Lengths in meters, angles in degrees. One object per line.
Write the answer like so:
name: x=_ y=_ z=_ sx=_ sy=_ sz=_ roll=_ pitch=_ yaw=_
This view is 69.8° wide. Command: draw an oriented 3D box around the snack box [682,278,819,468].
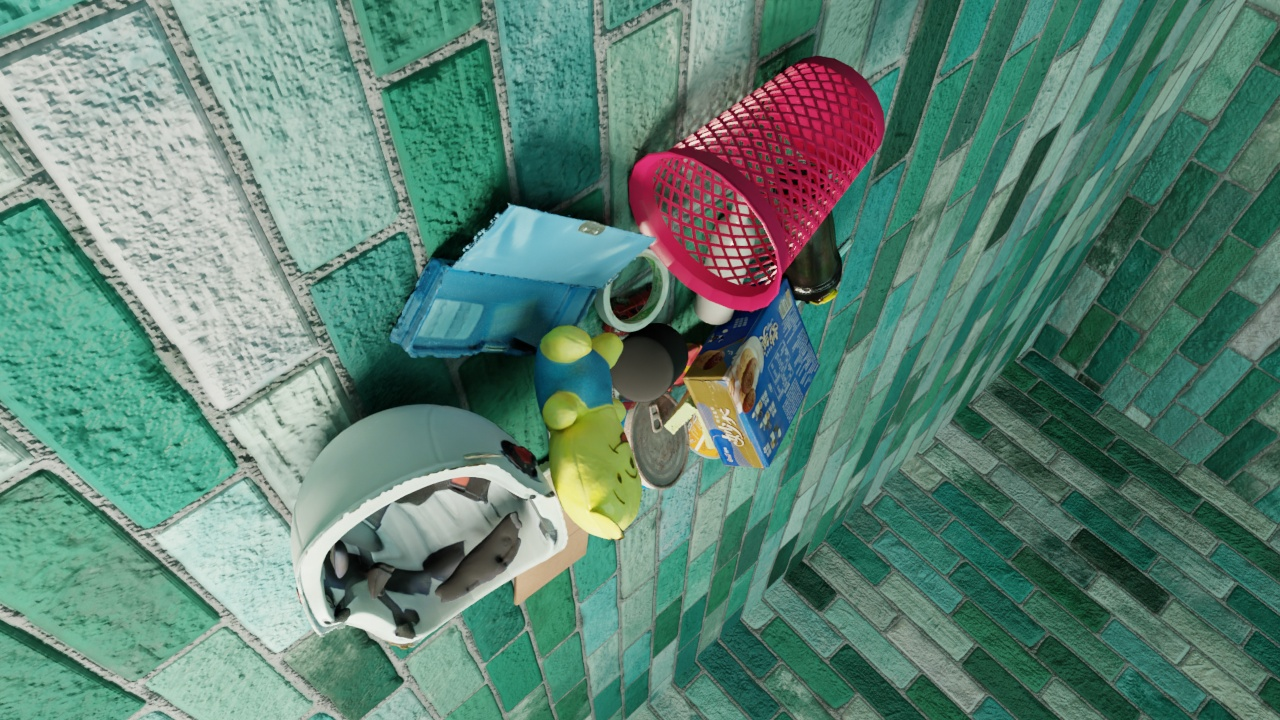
snack box: x=0.150 y=0.014 z=1.194 sx=0.202 sy=0.069 sz=0.155 roll=-56 pitch=132 yaw=-38

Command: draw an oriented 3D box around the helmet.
helmet: x=-0.207 y=0.130 z=0.844 sx=0.236 sy=0.163 sz=0.264 roll=-35 pitch=147 yaw=3

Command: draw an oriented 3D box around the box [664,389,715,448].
box: x=0.103 y=0.027 z=1.234 sx=0.187 sy=0.090 sz=0.078 roll=-50 pitch=159 yaw=-42

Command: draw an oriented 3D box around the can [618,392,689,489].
can: x=0.011 y=0.106 z=1.211 sx=0.129 sy=0.044 sz=0.130 roll=13 pitch=73 yaw=-52

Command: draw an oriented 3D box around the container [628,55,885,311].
container: x=0.131 y=-0.192 z=0.922 sx=0.225 sy=0.183 sz=0.183 roll=-45 pitch=157 yaw=-24

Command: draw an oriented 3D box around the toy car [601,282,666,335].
toy car: x=-0.005 y=-0.057 z=1.051 sx=0.091 sy=0.036 sz=0.042 roll=-31 pitch=150 yaw=-44

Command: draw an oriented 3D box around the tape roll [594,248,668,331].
tape roll: x=-0.009 y=-0.077 z=0.990 sx=0.093 sy=0.018 sz=0.094 roll=-20 pitch=121 yaw=-37

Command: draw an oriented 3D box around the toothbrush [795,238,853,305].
toothbrush: x=0.273 y=-0.119 z=1.432 sx=0.181 sy=0.016 sz=0.016 roll=-51 pitch=155 yaw=6

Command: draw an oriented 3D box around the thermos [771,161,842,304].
thermos: x=0.213 y=-0.157 z=1.185 sx=0.098 sy=0.098 sz=0.221 roll=-42 pitch=152 yaw=-12

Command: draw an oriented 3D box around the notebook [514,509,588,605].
notebook: x=-0.131 y=0.278 z=1.375 sx=0.141 sy=0.008 sz=0.210 roll=-33 pitch=152 yaw=-29

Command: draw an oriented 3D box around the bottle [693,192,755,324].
bottle: x=0.106 y=-0.128 z=1.100 sx=0.052 sy=0.052 sz=0.196 roll=-32 pitch=151 yaw=-31

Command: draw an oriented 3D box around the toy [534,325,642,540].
toy: x=-0.052 y=0.072 z=0.901 sx=0.084 sy=0.214 sz=0.149 roll=-15 pitch=169 yaw=17

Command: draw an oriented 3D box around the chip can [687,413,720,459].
chip can: x=0.140 y=0.048 z=1.390 sx=0.075 sy=0.075 sz=0.216 roll=-19 pitch=143 yaw=-47

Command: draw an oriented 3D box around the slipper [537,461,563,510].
slipper: x=-0.057 y=0.148 z=1.234 sx=0.271 sy=0.054 sz=0.115 roll=-22 pitch=137 yaw=-42

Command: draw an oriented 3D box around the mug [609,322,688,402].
mug: x=-0.006 y=0.006 z=1.080 sx=0.114 sy=0.078 sz=0.087 roll=-17 pitch=-172 yaw=17

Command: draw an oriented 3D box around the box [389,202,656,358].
box: x=-0.103 y=-0.074 z=0.852 sx=0.177 sy=0.047 sz=0.231 roll=-48 pitch=157 yaw=21

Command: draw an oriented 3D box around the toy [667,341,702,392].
toy: x=0.049 y=0.007 z=1.225 sx=0.103 sy=0.046 sz=0.084 roll=-17 pitch=155 yaw=-41
